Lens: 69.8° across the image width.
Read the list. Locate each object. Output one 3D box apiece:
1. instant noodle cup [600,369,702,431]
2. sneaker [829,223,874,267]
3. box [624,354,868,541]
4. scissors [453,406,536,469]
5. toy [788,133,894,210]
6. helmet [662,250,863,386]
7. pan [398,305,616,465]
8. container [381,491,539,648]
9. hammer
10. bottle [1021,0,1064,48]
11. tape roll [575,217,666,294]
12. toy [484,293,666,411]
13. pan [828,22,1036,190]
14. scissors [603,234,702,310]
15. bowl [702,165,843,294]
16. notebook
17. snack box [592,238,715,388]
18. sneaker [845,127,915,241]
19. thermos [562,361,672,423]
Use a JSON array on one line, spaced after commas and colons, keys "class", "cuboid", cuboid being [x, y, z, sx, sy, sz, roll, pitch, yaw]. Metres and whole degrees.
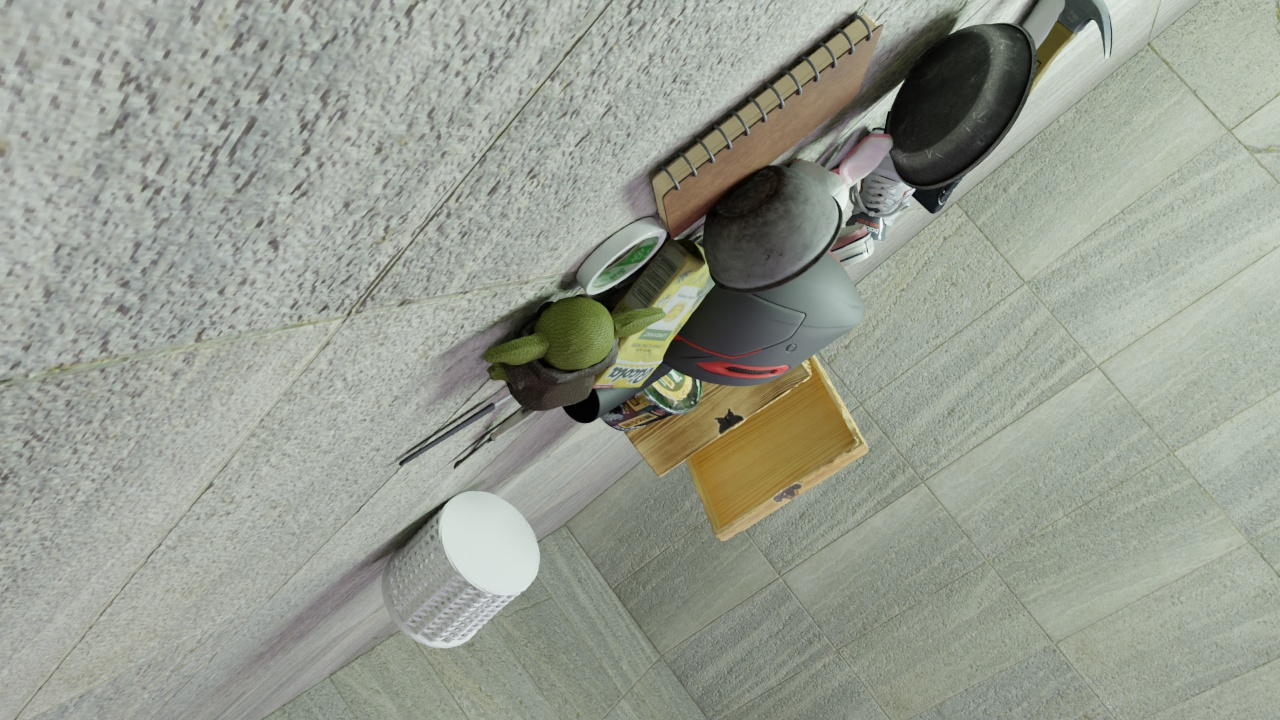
[{"class": "instant noodle cup", "cuboid": [-0.002, 0.030, 1.269, 0.113, 0.137, 0.137, -31, 177, 38]}, {"class": "sneaker", "cuboid": [0.188, -0.145, 1.236, 0.242, 0.088, 0.118, -18, -166, 28]}, {"class": "box", "cuboid": [0.169, 0.091, 1.446, 0.280, 0.263, 0.269, -37, -172, 15]}, {"class": "scissors", "cuboid": [-0.162, 0.077, 1.180, 0.194, 0.015, 0.179, -40, -176, -17]}, {"class": "toy", "cuboid": [0.178, -0.177, 1.019, 0.194, 0.084, 0.159, -34, -177, -11]}, {"class": "helmet", "cuboid": [0.148, -0.077, 1.110, 0.264, 0.164, 0.170, 0, 129, -19]}, {"class": "pan", "cuboid": [-0.119, 0.023, 1.053, 0.355, 0.021, 0.199, -33, 174, -17]}, {"class": "container", "cuboid": [-0.290, 0.337, 1.483, 0.187, 0.189, 0.188, -44, 169, 31]}, {"class": "hammer", "cuboid": [0.441, -0.306, 1.123, 0.025, 0.118, 0.334, -30, 160, -36]}, {"class": "bottle", "cuboid": [0.519, -0.430, 1.170, 0.052, 0.052, 0.195, -37, 172, -2]}, {"class": "tape roll", "cuboid": [-0.018, -0.098, 0.860, 0.093, 0.018, 0.094, -36, 171, -7]}, {"class": "toy", "cuboid": [-0.076, -0.010, 0.883, 0.179, 0.078, 0.153, -15, 162, -26]}, {"class": "pan", "cuboid": [0.290, -0.254, 1.035, 0.358, 0.055, 0.187, -18, -127, 59]}, {"class": "scissors", "cuboid": [0.016, -0.101, 0.999, 0.169, 0.012, 0.157, -42, 171, 29]}, {"class": "bowl", "cuboid": [0.117, -0.140, 0.900, 0.145, 0.067, 0.144, -23, -141, 20]}, {"class": "notebook", "cuboid": [0.107, -0.200, 0.805, 0.225, 0.024, 0.167, -38, 173, 1]}, {"class": "snack box", "cuboid": [0.015, -0.047, 0.988, 0.181, 0.045, 0.121, -52, 160, 15]}, {"class": "sneaker", "cuboid": [0.321, -0.221, 1.209, 0.239, 0.089, 0.124, -10, 121, -77]}, {"class": "thermos", "cuboid": [-0.007, 0.007, 1.140, 0.230, 0.061, 0.061, -31, 169, -49]}]
